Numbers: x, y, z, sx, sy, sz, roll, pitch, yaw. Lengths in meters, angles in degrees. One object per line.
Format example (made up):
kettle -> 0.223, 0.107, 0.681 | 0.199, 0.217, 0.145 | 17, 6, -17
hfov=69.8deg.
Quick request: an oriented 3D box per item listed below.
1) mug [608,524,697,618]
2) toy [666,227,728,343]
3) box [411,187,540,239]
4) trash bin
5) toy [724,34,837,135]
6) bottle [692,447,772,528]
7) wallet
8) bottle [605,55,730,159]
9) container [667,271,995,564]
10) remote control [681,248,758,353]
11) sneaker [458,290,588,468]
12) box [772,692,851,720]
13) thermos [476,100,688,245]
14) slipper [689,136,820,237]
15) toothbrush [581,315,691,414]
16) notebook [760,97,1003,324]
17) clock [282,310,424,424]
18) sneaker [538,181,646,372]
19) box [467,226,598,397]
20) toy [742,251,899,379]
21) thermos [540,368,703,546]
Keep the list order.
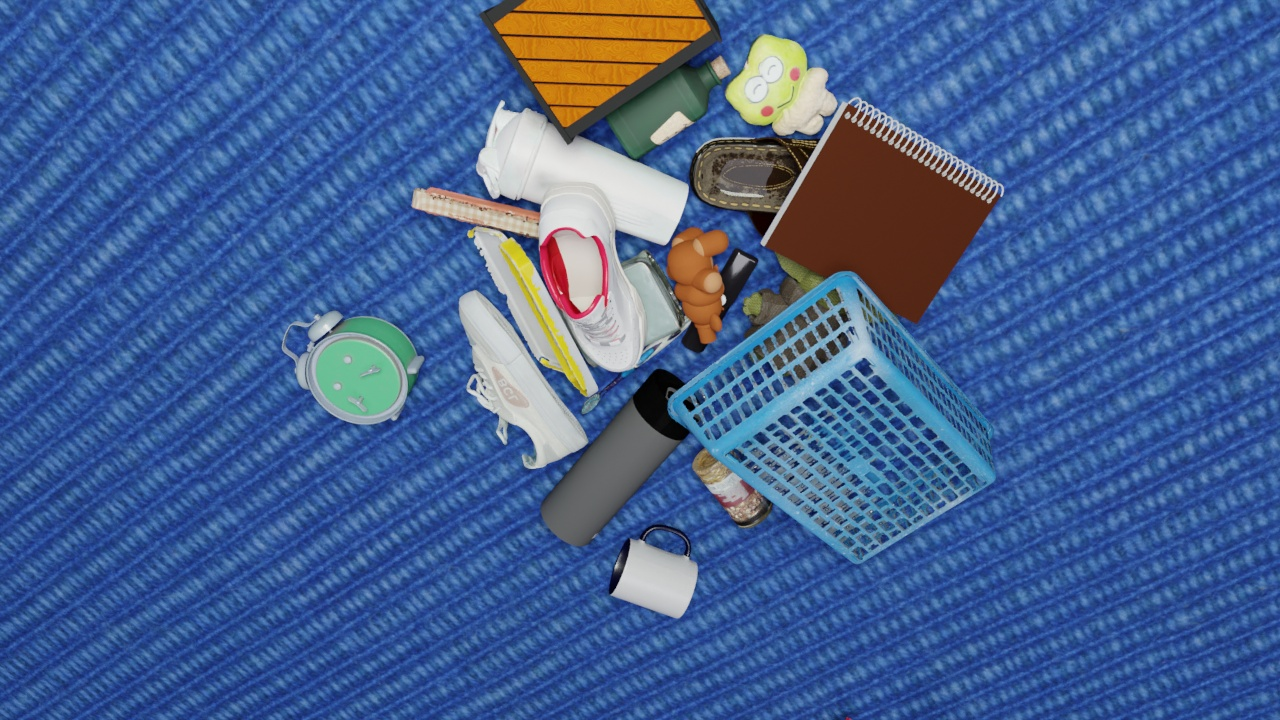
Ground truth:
mug -> 0.023, 0.275, 1.224 | 0.097, 0.079, 0.112 | 21, 87, -7
toy -> 0.071, -0.083, 1.038 | 0.065, 0.095, 0.128 | -25, 116, -20
box -> -0.160, -0.160, 1.020 | 0.187, 0.082, 0.042 | 14, 103, -1
trash bin -> -0.033, -0.330, 0.889 | 0.172, 0.139, 0.140 | -30, 111, 16
toy -> 0.151, -0.280, 0.956 | 0.115, 0.046, 0.092 | 26, 112, -18
bottle -> 0.117, 0.158, 1.165 | 0.056, 0.056, 0.105 | -32, 110, 17
wallet -> -0.024, -0.059, 1.071 | 0.132, 0.054, 0.100 | -24, 105, 17
bottle -> 0.033, -0.271, 0.957 | 0.131, 0.061, 0.061 | -30, 108, 17
container -> 0.239, 0.094, 1.049 | 0.258, 0.089, 0.362 | -38, 126, 19
remote control -> 0.092, -0.067, 1.079 | 0.032, 0.015, 0.137 | 26, 115, -9
sneaker -> -0.161, 0.032, 1.099 | 0.091, 0.089, 0.242 | -32, 115, 1
box -> 0.285, 0.651, 1.400 | 0.152, 0.165, 0.214 | -46, 114, -25
thermos -> -0.062, -0.193, 0.984 | 0.220, 0.099, 0.099 | 20, 115, -10
slipper -> 0.185, -0.181, 0.984 | 0.268, 0.075, 0.113 | 9, 117, -1
toothbrush -> -0.007, 0.007, 1.120 | 0.189, 0.017, 0.016 | -41, 99, 21
notebook -> 0.256, -0.153, 0.963 | 0.209, 0.022, 0.172 | 23, 107, -21
clock -> -0.354, 0.005, 1.108 | 0.161, 0.075, 0.122 | 25, 115, -8
sneaker -> -0.053, -0.062, 0.969 | 0.090, 0.104, 0.237 | -4, 129, 11
box -> -0.118, -0.053, 1.028 | 0.036, 0.130, 0.210 | -40, 130, -18
toy -> 0.187, -0.049, 1.048 | 0.179, 0.078, 0.153 | 29, 110, -13
thermos -> -0.024, 0.123, 1.142 | 0.082, 0.082, 0.241 | 35, 113, -13
